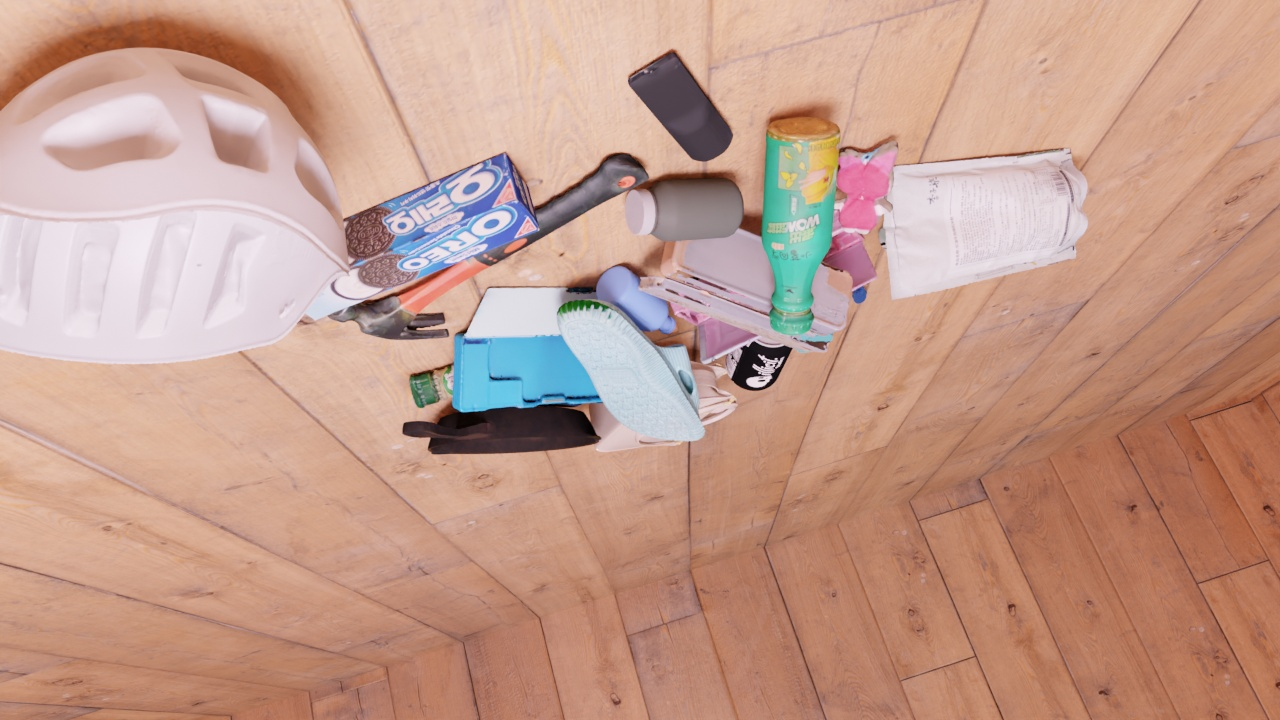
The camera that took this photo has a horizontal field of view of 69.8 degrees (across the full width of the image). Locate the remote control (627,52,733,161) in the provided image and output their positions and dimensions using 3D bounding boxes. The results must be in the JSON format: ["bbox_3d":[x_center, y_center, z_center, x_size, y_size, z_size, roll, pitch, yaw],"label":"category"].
[{"bbox_3d":[0.038,-0.214,0.791,0.045,0.021,0.140,-27,155,17],"label":"remote control"}]

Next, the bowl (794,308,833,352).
[{"bbox_3d":[0.239,-0.044,1.299,0.121,0.046,0.121,-15,157,-7],"label":"bowl"}]

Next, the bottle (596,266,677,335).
[{"bbox_3d":[0.004,-0.061,1.055,0.048,0.048,0.131,-28,147,21],"label":"bottle"}]

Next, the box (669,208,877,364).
[{"bbox_3d":[0.160,-0.079,1.082,0.233,0.098,0.099,-27,163,18],"label":"box"}]

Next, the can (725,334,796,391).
[{"bbox_3d":[0.165,-0.019,1.254,0.080,0.080,0.146,-14,157,-10],"label":"can"}]

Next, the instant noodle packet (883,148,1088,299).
[{"bbox_3d":[0.395,-0.163,1.058,0.268,0.147,0.057,-11,-169,-18],"label":"instant noodle packet"}]

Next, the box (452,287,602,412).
[{"bbox_3d":[-0.098,-0.025,1.093,0.243,0.063,0.175,-3,124,-33],"label":"box"}]

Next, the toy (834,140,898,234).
[{"bbox_3d":[0.235,-0.186,0.971,0.065,0.050,0.102,1,128,5],"label":"toy"}]

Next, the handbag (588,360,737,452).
[{"bbox_3d":[0.051,0.064,1.308,0.197,0.101,0.195,3,153,-26],"label":"handbag"}]

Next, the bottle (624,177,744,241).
[{"bbox_3d":[0.043,-0.147,0.895,0.108,0.060,0.060,-7,155,-25],"label":"bottle"}]

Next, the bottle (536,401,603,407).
[{"bbox_3d":[-0.100,0.033,1.207,0.160,0.056,0.056,5,148,-44],"label":"bottle"}]

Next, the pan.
[{"bbox_3d":[-0.193,0.086,1.178,0.249,0.043,0.355,-7,170,19],"label":"pan"}]

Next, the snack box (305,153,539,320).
[{"bbox_3d":[-0.205,-0.106,0.806,0.226,0.059,0.059,-20,154,6],"label":"snack box"}]

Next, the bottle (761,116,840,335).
[{"bbox_3d":[0.151,-0.124,0.887,0.068,0.068,0.210,-12,122,-16],"label":"bottle"}]

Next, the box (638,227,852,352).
[{"bbox_3d":[0.119,-0.084,0.988,0.216,0.108,0.095,19,-172,-18],"label":"box"}]

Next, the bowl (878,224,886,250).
[{"bbox_3d":[0.386,-0.156,1.127,0.174,0.067,0.174,-16,155,-8],"label":"bowl"}]

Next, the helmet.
[{"bbox_3d":[-0.327,-0.077,0.613,0.223,0.183,0.283,10,138,-39],"label":"helmet"}]

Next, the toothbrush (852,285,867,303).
[{"bbox_3d":[0.296,-0.101,1.251,0.021,0.016,0.132,-20,157,10],"label":"toothbrush"}]

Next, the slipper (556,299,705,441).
[{"bbox_3d":[-0.006,0.006,1.074,0.116,0.069,0.276,-6,141,27],"label":"slipper"}]

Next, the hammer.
[{"bbox_3d":[-0.140,-0.106,0.893,0.334,0.033,0.133,-28,154,20],"label":"hammer"}]

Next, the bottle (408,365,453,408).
[{"bbox_3d":[-0.223,0.025,1.114,0.110,0.042,0.043,-16,157,-8],"label":"bottle"}]
